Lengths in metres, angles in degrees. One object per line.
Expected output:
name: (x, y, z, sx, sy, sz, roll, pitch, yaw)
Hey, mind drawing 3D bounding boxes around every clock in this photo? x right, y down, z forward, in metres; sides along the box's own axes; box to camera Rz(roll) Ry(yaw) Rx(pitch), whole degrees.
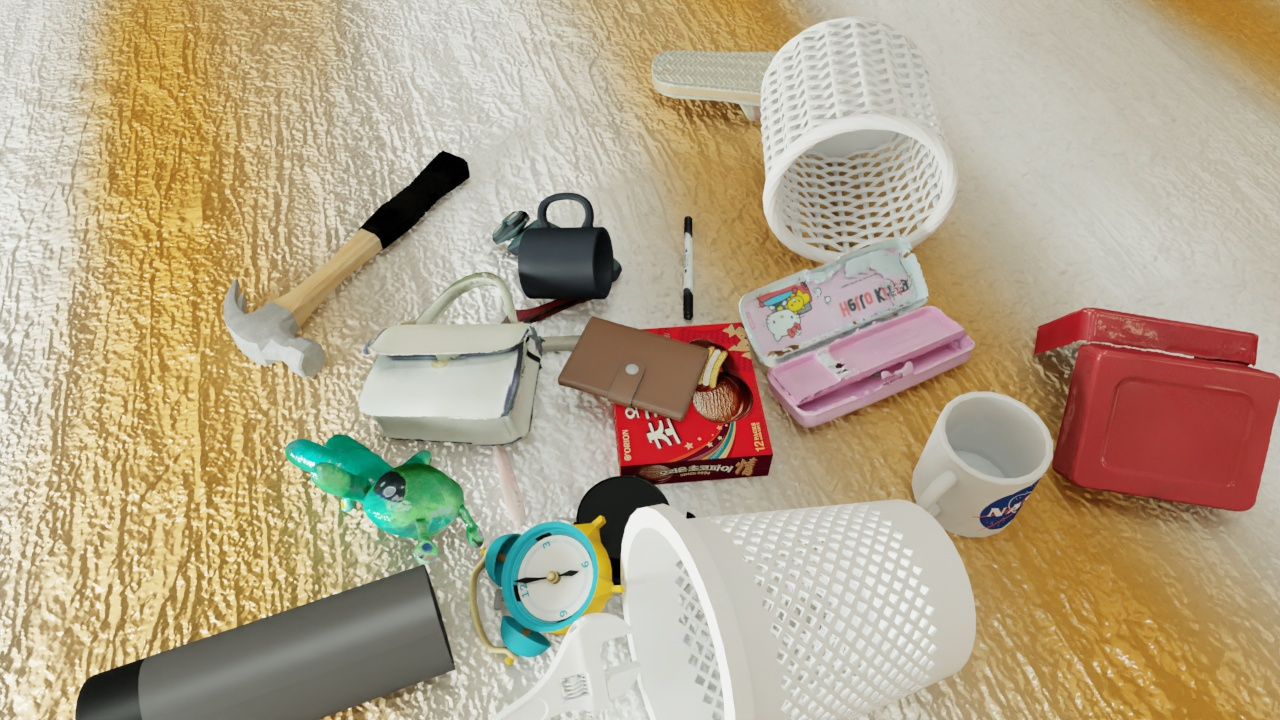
clock: (-0.003, 0.146, 0.759, 0.121, 0.043, 0.091, 35, 59, 24)
clock: (-0.077, 0.175, 0.718, 0.130, 0.043, 0.099, -26, 61, 14)

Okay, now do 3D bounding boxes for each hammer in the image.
hammer: (-0.296, -0.119, 0.970, 0.131, 0.039, 0.327, 24, 55, 19)

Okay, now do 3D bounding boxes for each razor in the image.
razor: (-0.087, -0.118, 0.971, 0.143, 0.052, 0.047, 25, 53, 6)

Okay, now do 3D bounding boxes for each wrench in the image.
wrench: (-0.114, 0.274, 0.647, 0.273, 0.018, 0.066, -33, 99, -15)

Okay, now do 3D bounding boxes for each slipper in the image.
slipper: (0.143, -0.343, 1.145, 0.263, 0.052, 0.114, 2, 49, -4)

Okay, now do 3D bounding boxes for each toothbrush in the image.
toothbrush: (-0.130, 0.073, 0.833, 0.015, 0.018, 0.181, -16, 54, -10)

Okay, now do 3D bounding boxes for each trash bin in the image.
trash bin: (0.113, 0.183, 0.655, 0.199, 0.196, 0.195, -8, 52, -20)

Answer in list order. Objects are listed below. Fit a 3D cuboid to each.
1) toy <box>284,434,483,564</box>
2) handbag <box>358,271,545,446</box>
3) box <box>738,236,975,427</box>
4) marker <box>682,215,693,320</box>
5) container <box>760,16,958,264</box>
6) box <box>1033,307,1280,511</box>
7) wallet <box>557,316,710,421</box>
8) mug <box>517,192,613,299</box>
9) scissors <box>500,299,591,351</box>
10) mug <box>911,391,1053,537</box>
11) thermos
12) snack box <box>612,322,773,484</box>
toy: (-0.213, 0.109, 0.763, 0.193, 0.072, 0.130, 21, 13, 31)
handbag: (-0.166, -0.015, 0.841, 0.151, 0.074, 0.175, 2, 59, 12)
box: (0.206, -0.025, 0.890, 0.201, 0.067, 0.153, -20, 65, -16)
marker: (0.051, -0.100, 0.976, 0.011, 0.011, 0.151, 2, 51, 1)
container: (0.222, -0.231, 0.970, 0.189, 0.190, 0.186, 3, 50, 1)
box: (0.451, 0.045, 0.823, 0.157, 0.156, 0.170, 9, 79, 6)
wallet: (-0.005, 0.005, 0.842, 0.121, 0.013, 0.087, 16, 53, 12)
mug: (-0.073, -0.113, 0.911, 0.077, 0.105, 0.071, 1, 10, 15)
scissors: (-0.104, -0.031, 0.916, 0.179, 0.015, 0.184, 22, 55, 16)
mug: (0.275, 0.096, 0.773, 0.121, 0.090, 0.091, -29, 57, -22)
thermos: (-0.264, 0.227, 0.667, 0.240, 0.082, 0.082, -17, 54, -14)
snack box: (0.041, 0.038, 0.850, 0.132, 0.036, 0.151, -4, 52, -4)
